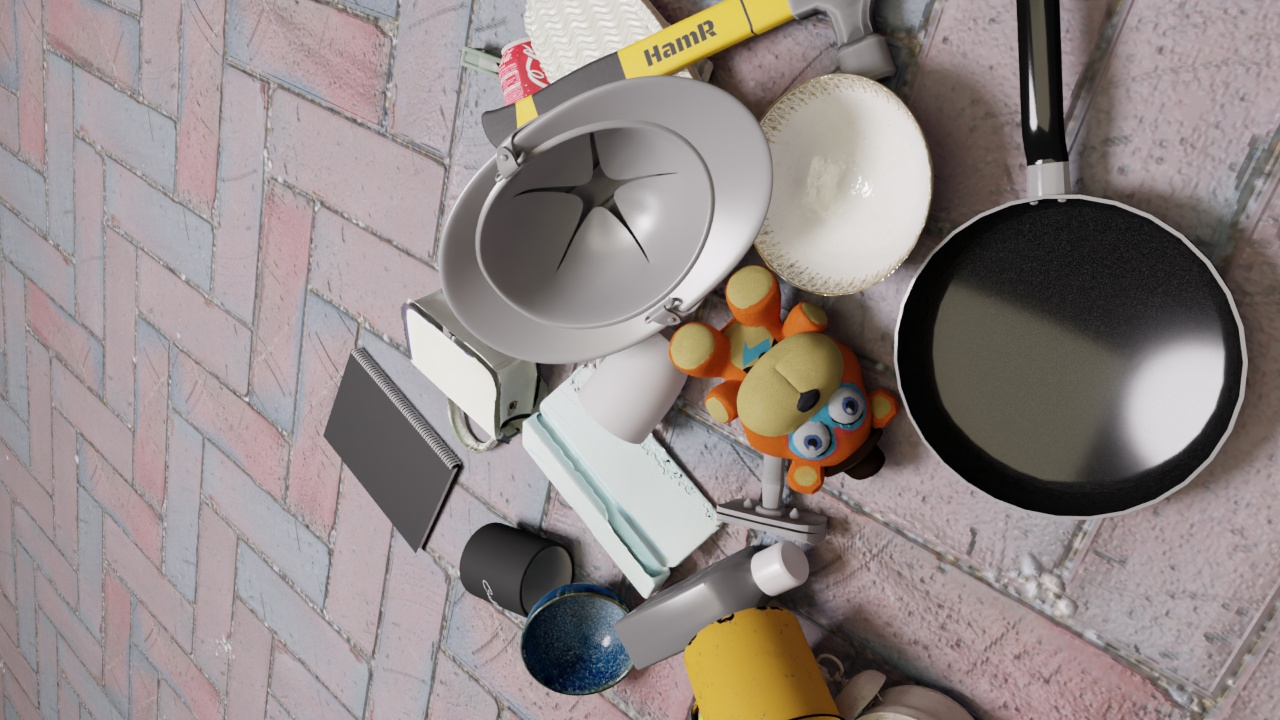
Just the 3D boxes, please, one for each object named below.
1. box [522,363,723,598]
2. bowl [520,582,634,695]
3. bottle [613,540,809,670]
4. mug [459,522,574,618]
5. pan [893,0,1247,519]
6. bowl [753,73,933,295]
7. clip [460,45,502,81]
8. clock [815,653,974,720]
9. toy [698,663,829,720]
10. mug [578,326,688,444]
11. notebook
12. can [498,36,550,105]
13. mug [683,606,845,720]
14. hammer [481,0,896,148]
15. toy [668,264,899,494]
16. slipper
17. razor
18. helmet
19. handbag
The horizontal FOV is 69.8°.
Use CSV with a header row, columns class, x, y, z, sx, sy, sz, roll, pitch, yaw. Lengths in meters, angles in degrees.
class,x,y,z,sx,sy,sz,roll,pitch,yaw
box,-0.025,0.113,0.848,0.126,0.074,0.197,-45,73,15
bowl,-0.058,0.257,0.884,0.114,0.060,0.114,-2,111,-6
bottle,0.065,0.197,0.766,0.174,0.083,0.046,-37,79,37
mug,-0.120,0.225,0.934,0.088,0.078,0.114,10,132,37
pan,0.258,-0.077,0.572,0.204,0.044,0.356,1,101,39
bowl,0.146,-0.122,0.640,0.145,0.063,0.145,11,107,38
clip,-0.134,-0.275,0.855,0.076,0.042,0.023,29,118,32
clock,0.196,0.281,0.695,0.157,0.061,0.104,44,127,14
toy,0.102,0.279,0.765,0.118,0.043,0.092,-17,45,32
mug,-0.005,0.005,0.796,0.089,0.071,0.107,-52,37,16
notebook,-0.298,0.104,1.082,0.206,0.016,0.149,44,125,23
can,-0.085,-0.223,0.802,0.064,0.064,0.105,-11,93,40
mug,0.082,0.257,0.697,0.124,0.100,0.094,-44,42,22
hammer,0.015,-0.233,0.685,0.325,0.034,0.170,-18,93,25
toy,0.110,0.018,0.677,0.176,0.096,0.112,43,93,-9
slipper,0.008,-0.203,0.738,0.115,0.053,0.272,-41,83,33
razor,0.108,0.081,0.735,0.088,0.047,0.116,7,97,38
helmet,-0.027,-0.120,0.691,0.272,0.117,0.183,-35,117,26
handbag,-0.166,0.022,0.934,0.151,0.073,0.176,36,139,29
